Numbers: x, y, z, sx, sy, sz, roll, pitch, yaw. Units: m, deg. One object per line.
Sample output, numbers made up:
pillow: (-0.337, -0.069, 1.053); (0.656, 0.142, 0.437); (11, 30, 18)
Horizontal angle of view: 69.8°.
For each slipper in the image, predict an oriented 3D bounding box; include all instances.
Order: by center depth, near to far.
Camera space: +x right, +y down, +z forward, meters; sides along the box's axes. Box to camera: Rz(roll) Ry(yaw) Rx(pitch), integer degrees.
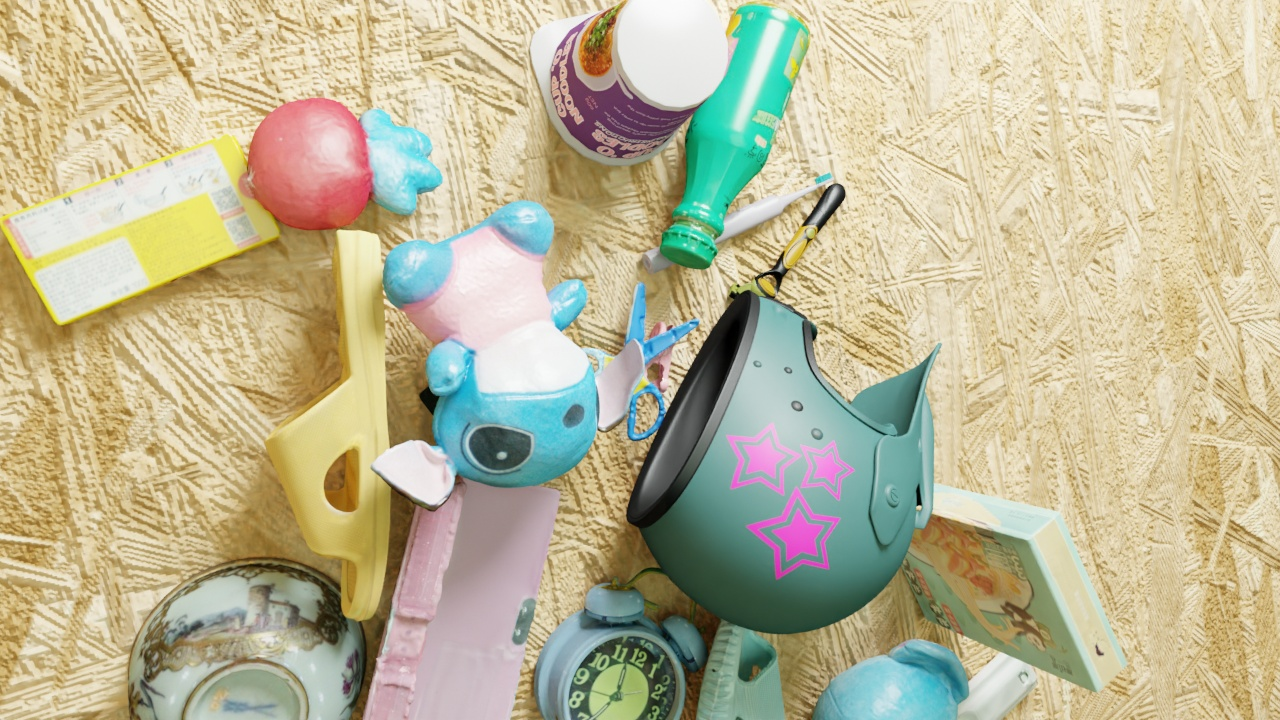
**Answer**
slipper: (-0.212, 0.042, 0.623); (0.078, 0.100, 0.263); (1, 88, -18)
slipper: (0.076, 0.321, 0.734); (0.069, 0.115, 0.276); (10, 94, 16)

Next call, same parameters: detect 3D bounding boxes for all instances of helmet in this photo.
helmet: (0.126, 0.077, 0.704); (0.200, 0.177, 0.274); (30, 59, -8)

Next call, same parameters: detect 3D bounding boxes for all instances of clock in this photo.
clock: (-0.013, 0.240, 0.725); (0.118, 0.060, 0.162); (30, 79, -17)

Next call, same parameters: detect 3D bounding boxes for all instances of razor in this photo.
razor: (0.131, -0.096, 0.782); (0.044, 0.021, 0.144); (41, 77, -17)

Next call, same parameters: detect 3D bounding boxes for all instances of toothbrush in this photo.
toothbrush: (0.086, -0.117, 0.764); (0.187, 0.018, 0.019); (-26, 99, -17)

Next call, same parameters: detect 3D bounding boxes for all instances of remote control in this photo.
remote control: (0.323, 0.330, 0.870); (0.133, 0.022, 0.050); (-36, 104, -15)

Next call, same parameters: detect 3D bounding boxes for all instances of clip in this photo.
clip: (0.018, 0.001, 0.744); (0.045, 0.023, 0.060); (40, 81, -21)

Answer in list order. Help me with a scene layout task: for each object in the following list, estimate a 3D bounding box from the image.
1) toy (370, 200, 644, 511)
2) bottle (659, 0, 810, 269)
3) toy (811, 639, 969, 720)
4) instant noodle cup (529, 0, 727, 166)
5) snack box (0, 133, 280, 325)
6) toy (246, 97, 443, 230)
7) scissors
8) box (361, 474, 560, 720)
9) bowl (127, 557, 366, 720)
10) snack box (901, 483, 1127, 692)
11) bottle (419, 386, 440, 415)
toy: (-0.102, 0.000, 0.621); (0.223, 0.099, 0.191); (-26, 100, -38)
bottle: (0.070, -0.174, 0.723); (0.068, 0.068, 0.209); (24, 81, -20)
toy: (0.235, 0.334, 0.796); (0.180, 0.114, 0.183); (39, 102, 0)
instant noodle cup: (-0.005, -0.217, 0.670); (0.136, 0.122, 0.121); (27, 83, -19)
snack box: (-0.328, -0.088, 0.611); (0.152, 0.025, 0.075); (-27, 101, -16)
toy: (-0.205, -0.137, 0.637); (0.132, 0.062, 0.092); (-10, 88, -35)
scissors: (-0.013, 0.000, 0.725); (0.123, 0.016, 0.125); (6, 92, -7)
box: (-0.127, 0.200, 0.663); (0.115, 0.106, 0.232); (13, 86, -11)
bowl: (-0.262, 0.221, 0.614); (0.159, 0.094, 0.160); (-1, 92, -20)
snack box: (0.285, 0.174, 0.757); (0.044, 0.194, 0.141); (-32, 103, -19)
bottle: (-0.108, 0.000, 0.692); (0.122, 0.033, 0.033); (-39, 105, -15)
